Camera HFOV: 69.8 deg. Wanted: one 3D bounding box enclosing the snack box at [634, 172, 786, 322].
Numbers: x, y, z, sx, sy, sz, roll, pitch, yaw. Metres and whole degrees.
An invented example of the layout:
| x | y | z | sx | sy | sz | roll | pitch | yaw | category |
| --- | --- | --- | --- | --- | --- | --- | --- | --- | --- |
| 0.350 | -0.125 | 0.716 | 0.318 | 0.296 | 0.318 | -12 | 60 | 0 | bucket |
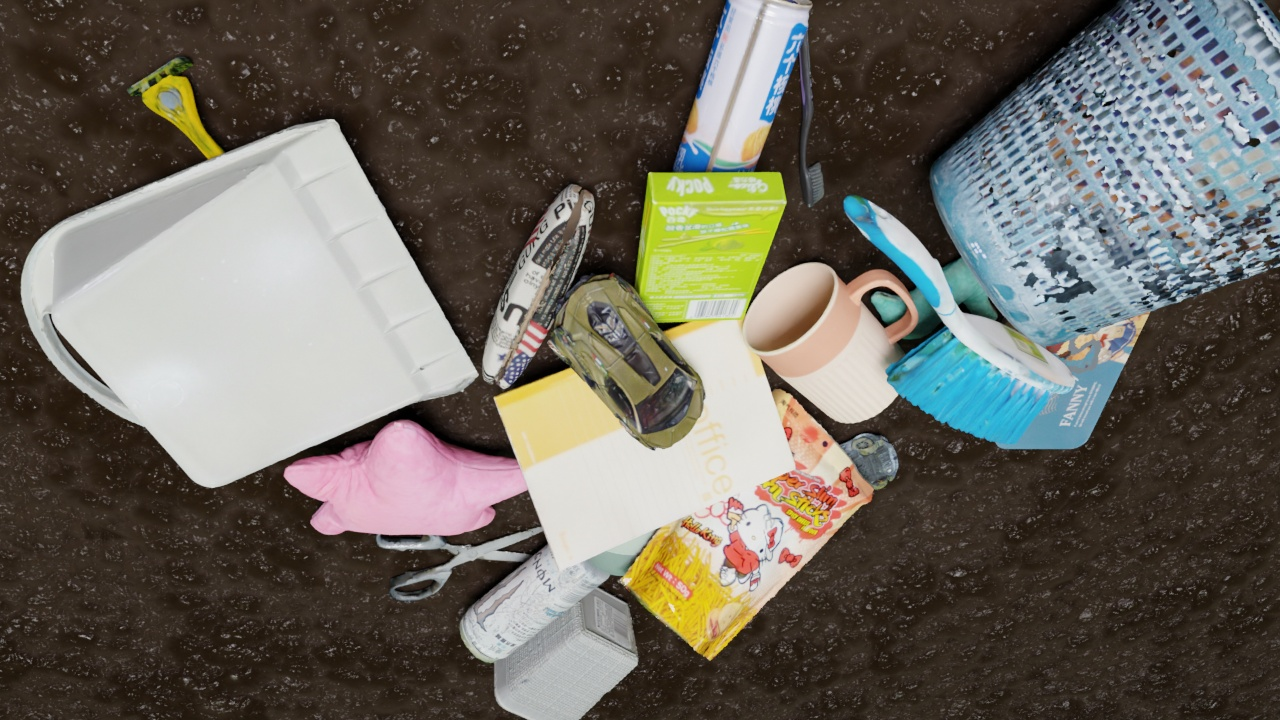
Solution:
| x | y | z | sx | sy | sz | roll | pitch | yaw | category |
| --- | --- | --- | --- | --- | --- | --- | --- | --- | --- |
| 0.042 | -0.074 | 0.635 | 0.086 | 0.026 | 0.157 | -2 | 154 | -5 | snack box |

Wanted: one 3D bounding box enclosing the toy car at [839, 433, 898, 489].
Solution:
| x | y | z | sx | sy | sz | roll | pitch | yaw | category |
| --- | --- | --- | --- | --- | --- | --- | --- | --- | --- |
| 0.170 | 0.104 | 0.816 | 0.120 | 0.036 | 0.054 | -25 | 121 | 1 | toy car |

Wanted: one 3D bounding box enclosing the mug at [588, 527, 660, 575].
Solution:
| x | y | z | sx | sy | sz | roll | pitch | yaw | category |
| --- | --- | --- | --- | --- | --- | --- | --- | --- | --- |
| -0.008 | 0.116 | 0.777 | 0.111 | 0.082 | 0.106 | -27 | 126 | -11 | mug |

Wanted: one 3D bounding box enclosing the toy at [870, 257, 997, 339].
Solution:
| x | y | z | sx | sy | sz | roll | pitch | yaw | category |
| --- | --- | --- | --- | --- | --- | --- | --- | --- | --- |
| 0.240 | -0.047 | 0.722 | 0.092 | 0.030 | 0.096 | -37 | 128 | 20 | toy |

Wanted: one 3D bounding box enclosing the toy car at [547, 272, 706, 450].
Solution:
| x | y | z | sx | sy | sz | roll | pitch | yaw | category |
| --- | --- | --- | --- | --- | --- | --- | --- | --- | --- |
| -0.004 | 0.004 | 0.660 | 0.070 | 0.042 | 0.158 | -46 | 122 | -10 | toy car |

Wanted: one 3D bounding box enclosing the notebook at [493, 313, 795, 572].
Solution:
| x | y | z | sx | sy | sz | roll | pitch | yaw | category |
| --- | --- | --- | --- | --- | --- | --- | --- | --- | --- |
| 0.008 | 0.057 | 0.708 | 0.206 | 0.010 | 0.146 | -21 | 100 | -11 | notebook |

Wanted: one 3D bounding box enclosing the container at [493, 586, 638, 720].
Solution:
| x | y | z | sx | sy | sz | roll | pitch | yaw | category |
| --- | --- | --- | --- | --- | --- | --- | --- | --- | --- |
| -0.070 | 0.277 | 0.877 | 0.090 | 0.090 | 0.114 | 35 | 111 | -28 | container |

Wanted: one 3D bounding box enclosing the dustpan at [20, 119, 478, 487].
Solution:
| x | y | z | sx | sy | sz | roll | pitch | yaw | category |
| --- | --- | --- | --- | --- | --- | --- | --- | --- | --- |
| -0.293 | -0.032 | 0.651 | 0.257 | 0.142 | 0.223 | -31 | 127 | -12 | dustpan |

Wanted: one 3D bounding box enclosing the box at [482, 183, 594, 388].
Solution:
| x | y | z | sx | sy | sz | roll | pitch | yaw | category |
| --- | --- | --- | --- | --- | --- | --- | --- | --- | --- |
| -0.078 | -0.052 | 0.654 | 0.055 | 0.070 | 0.165 | 29 | 116 | 2 | box |

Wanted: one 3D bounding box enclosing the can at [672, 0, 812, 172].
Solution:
| x | y | z | sx | sy | sz | roll | pitch | yaw | category |
| --- | --- | --- | --- | --- | --- | --- | --- | --- | --- |
| 0.063 | -0.171 | 0.593 | 0.053 | 0.053 | 0.135 | 10 | 123 | -14 | can |

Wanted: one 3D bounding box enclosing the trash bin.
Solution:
| x | y | z | sx | sy | sz | roll | pitch | yaw | category |
| --- | --- | --- | --- | --- | --- | --- | --- | --- | --- |
| 0.307 | -0.118 | 0.585 | 0.196 | 0.226 | 0.226 | -33 | 124 | 31 | trash bin |

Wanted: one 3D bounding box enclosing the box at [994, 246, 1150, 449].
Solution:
| x | y | z | sx | sy | sz | roll | pitch | yaw | category |
| --- | --- | --- | --- | --- | --- | --- | --- | --- | --- |
| 0.338 | -0.004 | 0.747 | 0.089 | 0.060 | 0.185 | -1 | 124 | -6 | box |

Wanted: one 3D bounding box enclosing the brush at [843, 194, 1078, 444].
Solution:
| x | y | z | sx | sy | sz | roll | pitch | yaw | category |
| --- | --- | --- | --- | --- | --- | --- | --- | --- | --- |
| 0.203 | -0.018 | 0.617 | 0.314 | 0.060 | 0.110 | 18 | 131 | -36 | brush |

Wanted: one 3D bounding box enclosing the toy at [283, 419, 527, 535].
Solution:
| x | y | z | sx | sy | sz | roll | pitch | yaw | category |
| --- | --- | --- | --- | --- | --- | --- | --- | --- | --- |
| -0.176 | 0.096 | 0.731 | 0.194 | 0.074 | 0.179 | 0 | 148 | -11 | toy |

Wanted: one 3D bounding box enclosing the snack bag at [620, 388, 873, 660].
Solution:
| x | y | z | sx | sy | sz | roll | pitch | yaw | category |
| --- | --- | --- | --- | --- | --- | --- | --- | --- | --- |
| 0.089 | 0.139 | 0.761 | 0.128 | 0.073 | 0.207 | 45 | 84 | -10 | snack bag |

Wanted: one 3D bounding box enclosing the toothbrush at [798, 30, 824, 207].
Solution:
| x | y | z | sx | sy | sz | roll | pitch | yaw | category |
| --- | --- | --- | --- | --- | --- | --- | --- | --- | --- |
| 0.112 | -0.188 | 0.613 | 0.016 | 0.014 | 0.189 | -15 | 126 | -6 | toothbrush |

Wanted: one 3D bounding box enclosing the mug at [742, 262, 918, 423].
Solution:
| x | y | z | sx | sy | sz | roll | pitch | yaw | category |
| --- | --- | --- | --- | --- | --- | --- | --- | --- | --- |
| 0.154 | -0.019 | 0.695 | 0.115 | 0.081 | 0.106 | -35 | 124 | 24 | mug |

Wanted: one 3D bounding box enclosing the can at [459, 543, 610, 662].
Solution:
| x | y | z | sx | sy | sz | roll | pitch | yaw | category |
| --- | --- | --- | --- | --- | --- | --- | --- | --- | --- |
| -0.096 | 0.214 | 0.837 | 0.147 | 0.058 | 0.058 | -40 | 121 | 18 | can |

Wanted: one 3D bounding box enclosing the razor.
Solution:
| x | y | z | sx | sy | sz | roll | pitch | yaw | category |
| --- | --- | --- | --- | --- | --- | --- | --- | --- | --- |
| -0.268 | -0.131 | 0.597 | 0.043 | 0.028 | 0.132 | -28 | 126 | 8 | razor |

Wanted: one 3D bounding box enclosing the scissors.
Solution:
| x | y | z | sx | sy | sz | roll | pitch | yaw | category |
| --- | --- | --- | --- | --- | --- | --- | --- | --- | --- |
| -0.161 | 0.178 | 0.839 | 0.178 | 0.014 | 0.160 | 32 | 115 | -28 | scissors |
